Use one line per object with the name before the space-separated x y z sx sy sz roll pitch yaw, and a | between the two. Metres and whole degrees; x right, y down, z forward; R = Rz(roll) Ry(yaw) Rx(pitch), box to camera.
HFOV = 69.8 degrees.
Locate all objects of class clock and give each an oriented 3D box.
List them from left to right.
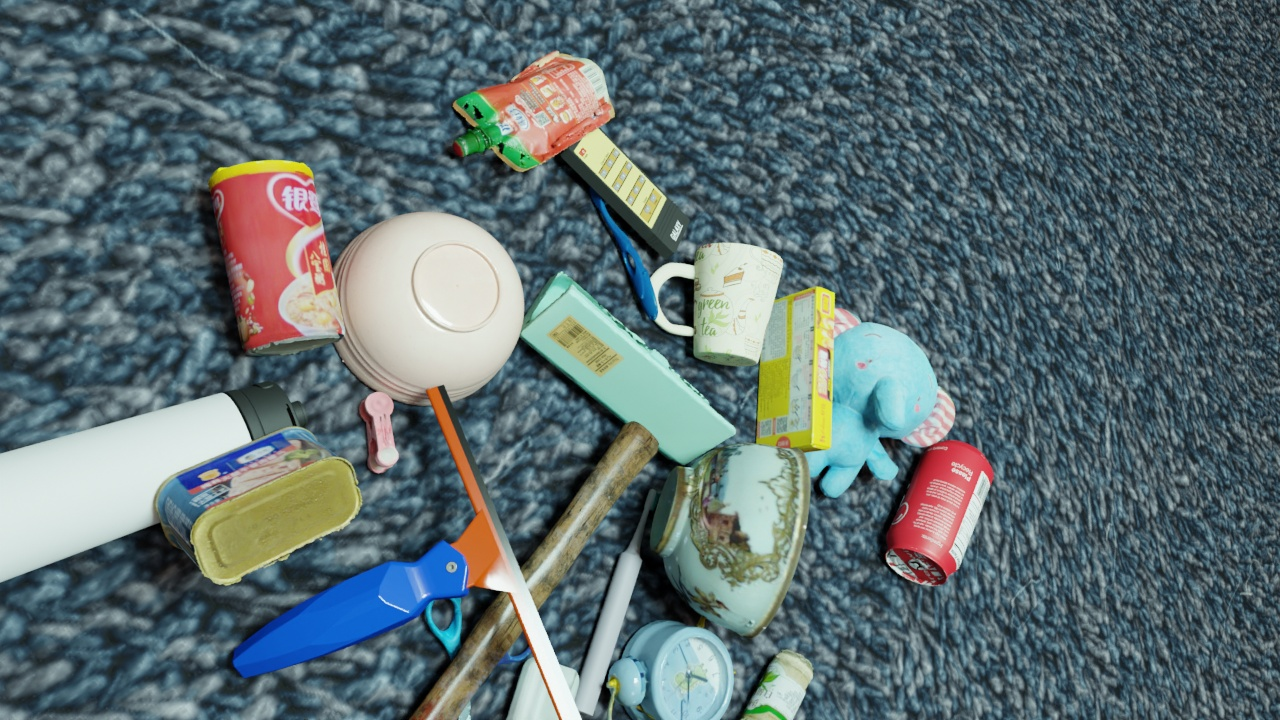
clock | 0.021 0.262 0.735 0.124 0.052 0.089 -31 99 -36

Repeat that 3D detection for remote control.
remote control | -0.081 0.289 0.672 0.050 0.022 0.133 31 65 -33
remote control | -0.011 -0.154 0.822 0.133 0.013 0.058 42 43 -19

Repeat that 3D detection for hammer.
hammer | -0.092 0.168 0.671 0.120 0.033 0.329 46 62 -17

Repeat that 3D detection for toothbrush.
toothbrush | -0.017 0.191 0.745 0.019 0.018 0.187 37 60 -35
toothbrush | -0.012 -0.097 0.814 0.016 0.021 0.132 -25 90 -40

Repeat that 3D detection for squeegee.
squeegee | -0.172 0.158 0.597 0.184 0.055 0.249 -23 76 -10

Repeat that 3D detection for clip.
clip | -0.185 0.052 0.653 0.023 0.044 0.060 0 93 -38

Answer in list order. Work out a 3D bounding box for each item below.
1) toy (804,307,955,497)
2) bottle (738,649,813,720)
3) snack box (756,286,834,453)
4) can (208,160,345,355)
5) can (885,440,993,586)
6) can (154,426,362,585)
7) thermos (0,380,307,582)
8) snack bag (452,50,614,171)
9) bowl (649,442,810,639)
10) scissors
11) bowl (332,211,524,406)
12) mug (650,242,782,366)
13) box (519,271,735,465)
toy | 0.219 0.046 0.894 0.183 0.115 0.180 39 72 -10
bottle | 0.112 0.305 0.793 0.042 0.043 0.109 48 57 -16
snack box | 0.145 0.012 0.862 0.025 0.075 0.152 15 71 -33
can | -0.244 -0.067 0.619 0.066 0.067 0.124 -10 86 -36
can | 0.306 0.153 0.940 0.074 0.075 0.142 45 58 -18
can | -0.223 0.084 0.539 0.099 0.059 0.054 -26 121 -35
thermos | -0.307 0.086 0.545 0.229 0.069 0.101 -20 104 -37
snack bag | -0.094 -0.207 0.769 0.087 0.044 0.154 47 56 7
bowl | 0.062 0.134 0.744 0.094 0.160 0.159 18 68 -6
scissors | -0.119 0.229 0.669 0.117 0.014 0.130 7 75 -35
bowl | -0.146 -0.046 0.676 0.152 0.076 0.153 9 74 -32
mug | 0.064 -0.052 0.833 0.122 0.081 0.097 10 80 -11
box | -0.003 0.005 0.753 0.188 0.092 0.077 42 60 -19
